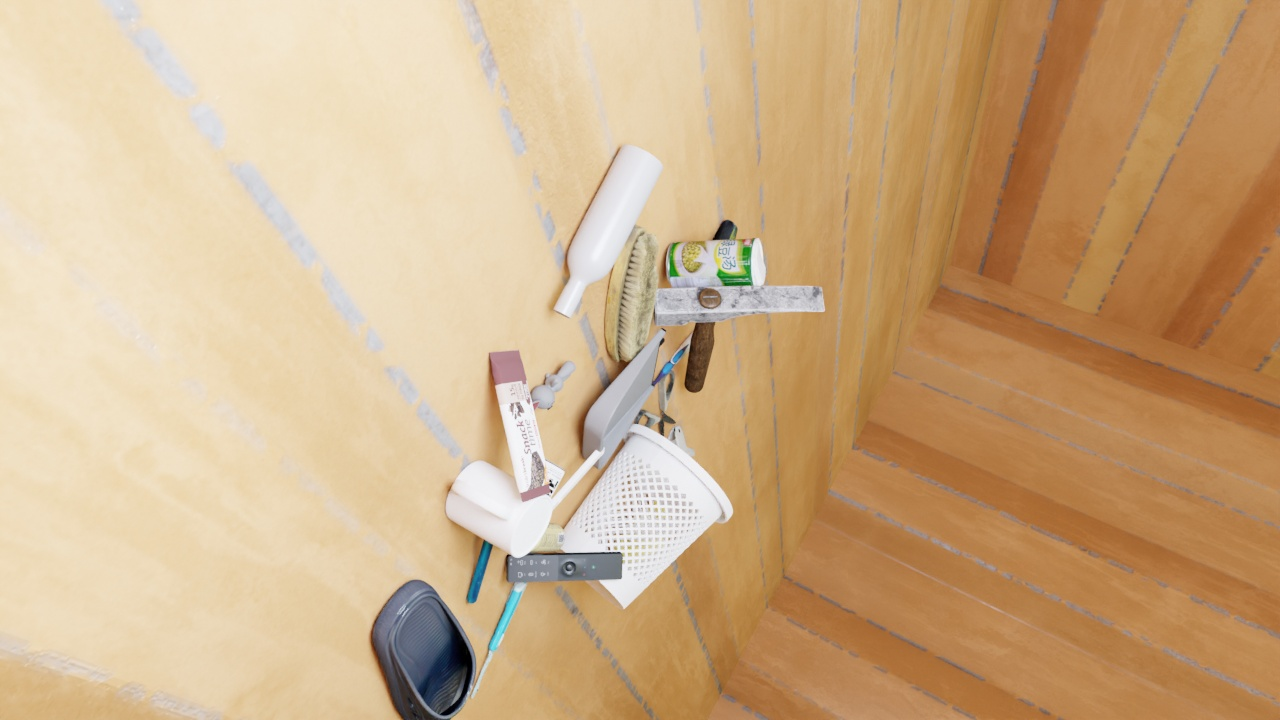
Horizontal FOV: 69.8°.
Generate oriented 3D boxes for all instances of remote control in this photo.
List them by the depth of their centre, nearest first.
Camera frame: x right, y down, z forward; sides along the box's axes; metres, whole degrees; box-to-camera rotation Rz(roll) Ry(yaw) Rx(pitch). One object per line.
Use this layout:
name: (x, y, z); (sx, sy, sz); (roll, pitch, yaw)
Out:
remote control: (-0.097, 0.266, 1.182); (0.013, 0.150, 0.034); (-170, -98, -77)

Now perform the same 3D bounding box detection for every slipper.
slipper: (-0.225, 0.347, 1.044); (0.110, 0.083, 0.269); (-51, 152, -35)

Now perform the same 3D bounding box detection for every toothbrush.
toothbrush: (0.048, 0.005, 1.383); (0.188, 0.016, 0.017); (-48, -176, -36)

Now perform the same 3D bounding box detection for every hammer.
hammer: (0.125, -0.023, 1.301); (0.301, 0.217, 0.037); (92, -4, -67)

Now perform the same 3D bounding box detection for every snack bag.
snack bag: (-0.125, 0.067, 0.964); (0.057, 0.013, 0.158); (-6, 83, -63)

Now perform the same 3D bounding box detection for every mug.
mug: (-0.158, 0.155, 0.983); (0.073, 0.090, 0.110); (-61, 157, -11)

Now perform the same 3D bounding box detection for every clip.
clip: (0.060, 0.143, 1.537); (0.052, 0.058, 0.102); (-45, 163, 15)

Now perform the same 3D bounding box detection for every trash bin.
trash bin: (-0.008, 0.229, 1.294); (0.199, 0.195, 0.196); (-47, 153, -17)

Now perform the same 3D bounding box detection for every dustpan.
dustpan: (-0.044, 0.091, 1.204); (0.257, 0.033, 0.163); (-48, 165, -25)

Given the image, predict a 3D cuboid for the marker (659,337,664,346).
marker: (-0.008, 0.007, 1.275); (0.151, 0.011, 0.011); (-44, 149, -41)

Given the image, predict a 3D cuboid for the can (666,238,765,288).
can: (0.101, -0.127, 1.216); (0.067, 0.121, 0.067); (1, 89, -71)

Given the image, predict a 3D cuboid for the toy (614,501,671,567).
toy: (-0.003, 0.309, 1.520); (0.170, 0.065, 0.155); (-45, 144, -41)

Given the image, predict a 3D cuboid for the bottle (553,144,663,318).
bottle: (-0.042, -0.137, 1.000); (0.195, 0.052, 0.052); (-63, 157, -5)

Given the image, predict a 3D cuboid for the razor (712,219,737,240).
razor: (0.117, -0.133, 1.343); (0.054, 0.067, 0.151); (51, 57, -69)

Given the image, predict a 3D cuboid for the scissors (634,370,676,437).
scissors: (0.032, 0.079, 1.429); (0.157, 0.012, 0.166); (-22, 132, -56)

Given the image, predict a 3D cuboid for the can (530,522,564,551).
can: (-0.130, 0.228, 1.188); (0.038, 0.038, 0.079); (-65, 158, -3)

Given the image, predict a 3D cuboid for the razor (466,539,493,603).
razor: (-0.187, 0.231, 1.089); (0.042, 0.022, 0.144); (-27, 137, -55)

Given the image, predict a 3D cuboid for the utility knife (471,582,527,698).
utility knife: (-0.193, 0.376, 1.233); (0.022, 0.015, 0.179); (0, 114, -67)

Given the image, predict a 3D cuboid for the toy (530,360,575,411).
toy: (-0.112, 0.042, 1.053); (0.111, 0.030, 0.049); (-51, -178, -37)

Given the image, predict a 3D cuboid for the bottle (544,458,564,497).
bottle: (-0.137, 0.176, 1.118); (0.116, 0.041, 0.041); (-61, 157, -11)

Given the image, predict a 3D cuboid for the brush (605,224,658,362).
brush: (-0.010, -0.078, 1.140); (0.059, 0.043, 0.196); (-40, 148, -47)
